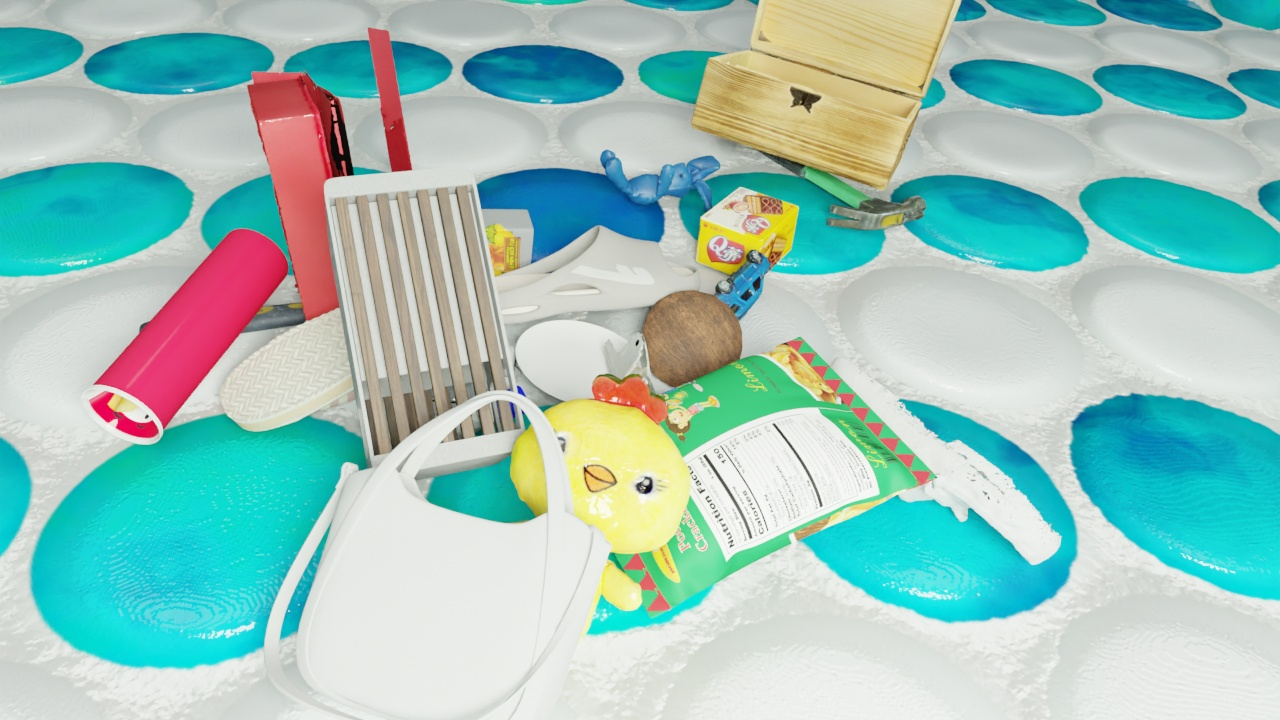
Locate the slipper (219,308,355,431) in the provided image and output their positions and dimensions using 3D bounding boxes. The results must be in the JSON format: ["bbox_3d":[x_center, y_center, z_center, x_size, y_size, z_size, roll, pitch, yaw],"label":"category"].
[{"bbox_3d":[-0.253,-0.014,0.845,0.262,0.052,0.115,-31,46,-12],"label":"slipper"}]

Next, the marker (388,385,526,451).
[{"bbox_3d":[-0.165,0.057,0.819,0.133,0.027,0.023,-21,45,-27],"label":"marker"}]

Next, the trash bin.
[{"bbox_3d":[-0.179,-0.024,0.745,0.114,0.115,0.228,-10,82,-19],"label":"trash bin"}]

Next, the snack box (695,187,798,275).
[{"bbox_3d":[0.127,-0.150,1.092,0.084,0.061,0.105,24,42,22],"label":"snack box"}]

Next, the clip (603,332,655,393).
[{"bbox_3d":[-0.005,0.005,0.875,0.052,0.058,0.102,-34,40,12],"label":"clip"}]

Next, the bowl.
[{"bbox_3d":[0.053,-0.026,0.914,0.102,0.026,0.114,8,64,-1],"label":"bowl"}]

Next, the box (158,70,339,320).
[{"bbox_3d":[-0.362,-0.152,0.884,0.153,0.214,0.165,-15,35,-23],"label":"box"}]

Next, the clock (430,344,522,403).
[{"bbox_3d":[-0.172,0.001,0.880,0.123,0.035,0.094,19,40,19],"label":"clock"}]

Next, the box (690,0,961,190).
[{"bbox_3d":[0.274,-0.451,1.250,0.279,0.335,0.285,20,25,12],"label":"box"}]

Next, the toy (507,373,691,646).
[{"bbox_3d":[-0.042,0.112,0.671,0.134,0.092,0.207,24,70,8],"label":"toy"}]

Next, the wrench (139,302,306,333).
[{"bbox_3d":[-0.355,-0.046,0.930,0.273,0.022,0.073,-9,35,-20],"label":"wrench"}]

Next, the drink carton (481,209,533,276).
[{"bbox_3d":[-0.186,-0.131,1.022,0.124,0.076,0.048,-2,38,-16],"label":"drink carton"}]

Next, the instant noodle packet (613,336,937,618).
[{"bbox_3d":[0.078,0.082,0.757,0.252,0.090,0.195,-23,45,-14],"label":"instant noodle packet"}]

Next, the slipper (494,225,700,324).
[{"bbox_3d":[-0.064,-0.097,0.969,0.265,0.081,0.113,-8,18,-13],"label":"slipper"}]

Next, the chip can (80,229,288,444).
[{"bbox_3d":[-0.406,-0.029,0.836,0.069,0.069,0.219,12,47,8],"label":"chip can"}]

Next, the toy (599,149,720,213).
[{"bbox_3d":[0.031,-0.228,1.180,0.176,0.071,0.112,0,39,-24],"label":"toy"}]

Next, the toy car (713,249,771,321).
[{"bbox_3d":[0.105,-0.073,1.000,0.043,0.056,0.119,38,50,4],"label":"toy car"}]

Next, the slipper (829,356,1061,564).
[{"bbox_3d":[0.245,0.088,0.791,0.247,0.075,0.112,39,17,33],"label":"slipper"}]

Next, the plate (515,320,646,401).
[{"bbox_3d":[-0.056,0.005,0.895,0.134,0.011,0.134,12,36,-9],"label":"plate"}]

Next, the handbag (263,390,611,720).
[{"bbox_3d":[-0.130,0.121,0.604,0.216,0.095,0.222,12,76,9],"label":"handbag"}]

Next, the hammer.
[{"bbox_3d":[0.237,-0.264,1.280,0.130,0.032,0.319,-19,43,-27],"label":"hammer"}]
